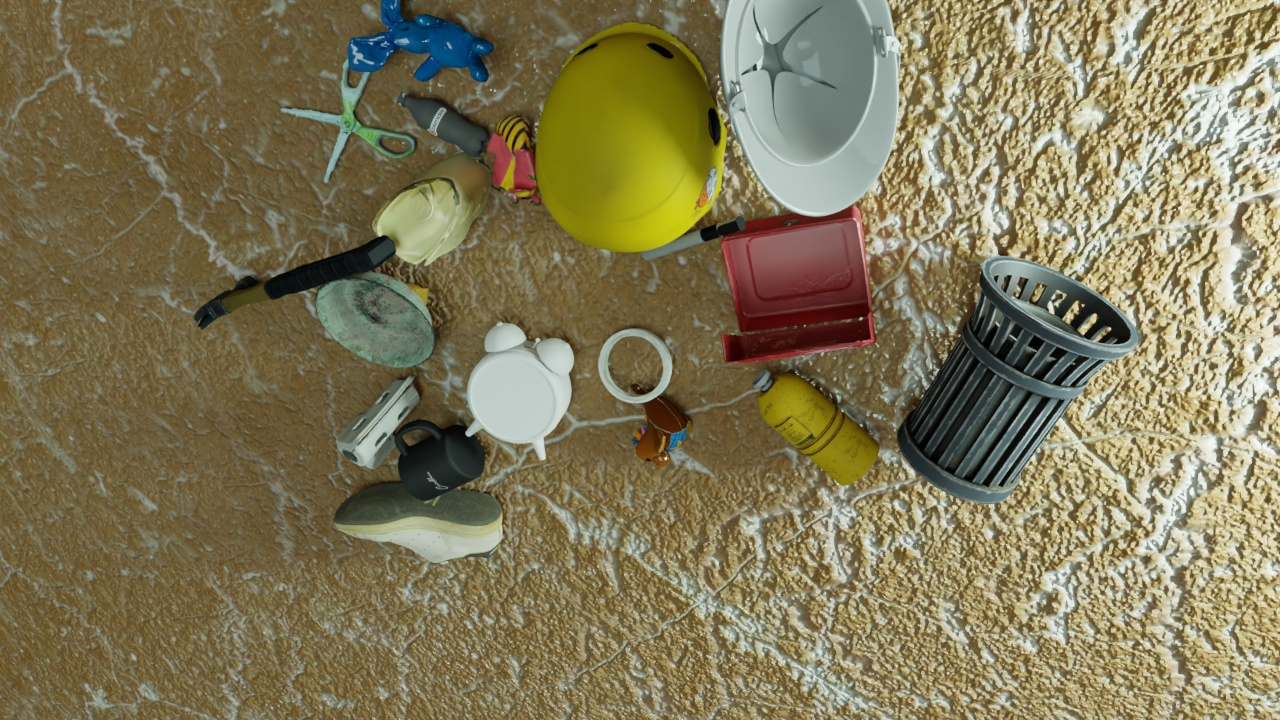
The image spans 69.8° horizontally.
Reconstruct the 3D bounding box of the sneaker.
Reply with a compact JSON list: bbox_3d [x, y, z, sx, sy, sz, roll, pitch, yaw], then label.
[{"bbox_3d":[-0.310,0.240,1.306,0.242,0.088,0.102,2,125,8],"label":"sneaker"}]

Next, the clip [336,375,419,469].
[{"bbox_3d":[-0.351,0.088,1.218,0.072,0.124,0.143,40,143,-5],"label":"clip"}]

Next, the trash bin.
[{"bbox_3d":[0.388,0.029,0.985,0.164,0.163,0.228,22,123,2],"label":"trash bin"}]

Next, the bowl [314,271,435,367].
[{"bbox_3d":[-0.327,-0.057,1.157,0.157,0.038,0.158,10,139,9],"label":"bowl"}]

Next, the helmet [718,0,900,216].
[{"bbox_3d":[0.147,-0.285,0.910,0.183,0.117,0.271,-23,119,-10],"label":"helmet"}]

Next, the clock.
[{"bbox_3d":[-0.151,0.035,1.172,0.125,0.072,0.161,18,112,4],"label":"clock"}]

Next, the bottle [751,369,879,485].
[{"bbox_3d":[0.202,0.073,1.098,0.164,0.070,0.071,40,118,-8],"label":"bottle"}]

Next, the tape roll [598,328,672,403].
[{"bbox_3d":[-0.007,0.007,1.132,0.093,0.013,0.093,4,101,19],"label":"tape roll"}]

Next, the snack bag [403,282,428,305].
[{"bbox_3d":[-0.319,-0.089,1.170,0.099,0.020,0.026,11,117,7],"label":"snack bag"}]

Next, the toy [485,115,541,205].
[{"bbox_3d":[-0.142,-0.224,1.040,0.084,0.046,0.103,23,126,49],"label":"toy"}]

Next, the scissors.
[{"bbox_3d":[-0.344,-0.284,1.083,0.171,0.022,0.174,14,124,3],"label":"scissors"}]

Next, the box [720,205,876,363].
[{"bbox_3d":[0.170,-0.084,1.005,0.157,0.153,0.168,-8,84,15],"label":"box"}]

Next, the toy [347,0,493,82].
[{"bbox_3d":[-0.229,-0.350,0.989,0.176,0.070,0.113,19,117,15],"label":"toy"}]

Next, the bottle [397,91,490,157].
[{"bbox_3d":[-0.225,-0.272,1.044,0.110,0.036,0.036,30,119,-3],"label":"bottle"}]

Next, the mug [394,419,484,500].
[{"bbox_3d":[-0.278,0.126,1.232,0.088,0.078,0.113,-26,121,24],"label":"mug"}]

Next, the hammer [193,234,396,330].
[{"bbox_3d":[-0.415,-0.092,1.085,0.334,0.117,0.025,-10,118,36],"label":"hammer"}]

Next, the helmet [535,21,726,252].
[{"bbox_3d":[-0.021,-0.221,0.963,0.209,0.139,0.240,3,117,12],"label":"helmet"}]

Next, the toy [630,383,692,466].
[{"bbox_3d":[0.011,0.083,1.172,0.103,0.070,0.090,48,133,13],"label":"toy"}]

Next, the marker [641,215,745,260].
[{"bbox_3d":[0.057,-0.136,1.031,0.141,0.016,0.016,-13,114,41],"label":"marker"}]

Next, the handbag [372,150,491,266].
[{"bbox_3d":[-0.231,-0.176,1.048,0.081,0.119,0.111,43,118,-8],"label":"handbag"}]
